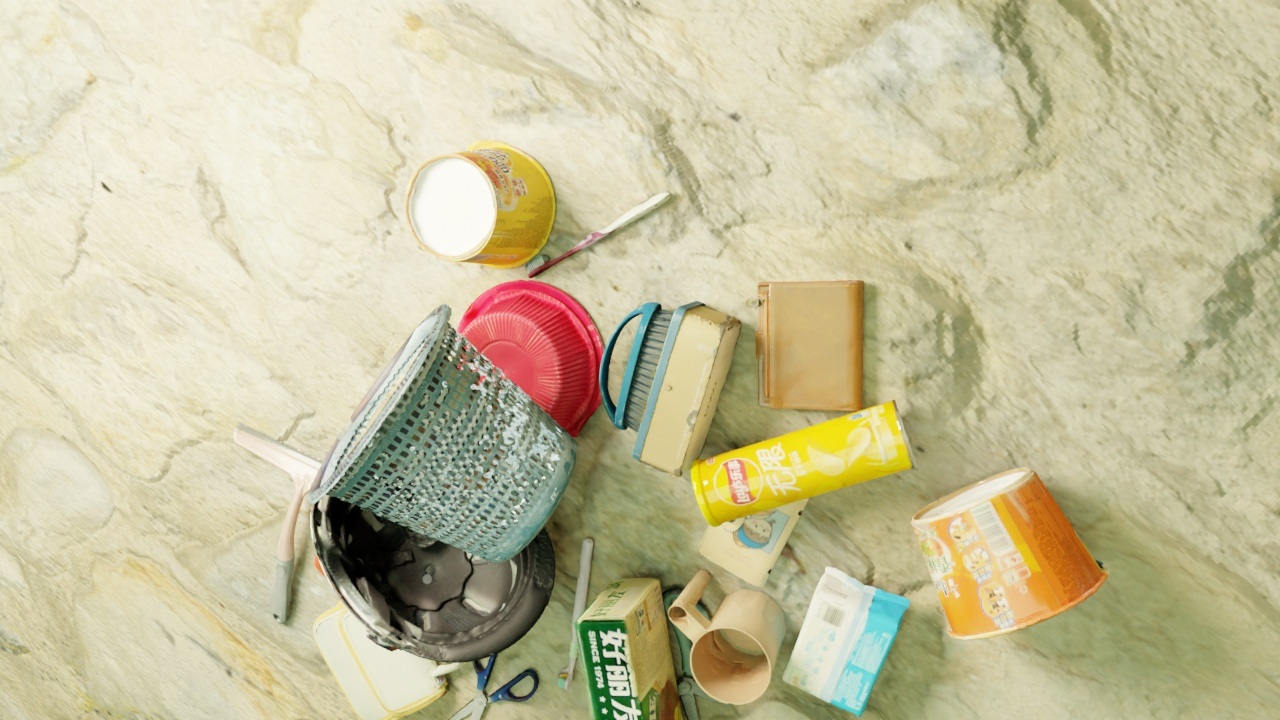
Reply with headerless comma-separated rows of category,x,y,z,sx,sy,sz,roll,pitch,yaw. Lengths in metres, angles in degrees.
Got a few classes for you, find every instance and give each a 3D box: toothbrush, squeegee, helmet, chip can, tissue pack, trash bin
toothbrush,-0.048,-0.136,0.985,0.188,0.016,0.017,-27,81,22
squeegee,-0.451,0.240,1.184,0.248,0.040,0.250,21,107,14
helmet,-0.236,0.216,1.029,0.274,0.229,0.157,40,150,2
chip can,0.160,0.104,0.913,0.214,0.072,0.072,-19,93,15
tissue pack,0.210,0.290,0.947,0.090,0.063,0.140,21,105,16
trash bin,-0.181,0.091,0.909,0.195,0.226,0.227,36,111,-18
toothbrush,-0.075,0.295,1.073,0.021,0.029,0.189,5,103,-23

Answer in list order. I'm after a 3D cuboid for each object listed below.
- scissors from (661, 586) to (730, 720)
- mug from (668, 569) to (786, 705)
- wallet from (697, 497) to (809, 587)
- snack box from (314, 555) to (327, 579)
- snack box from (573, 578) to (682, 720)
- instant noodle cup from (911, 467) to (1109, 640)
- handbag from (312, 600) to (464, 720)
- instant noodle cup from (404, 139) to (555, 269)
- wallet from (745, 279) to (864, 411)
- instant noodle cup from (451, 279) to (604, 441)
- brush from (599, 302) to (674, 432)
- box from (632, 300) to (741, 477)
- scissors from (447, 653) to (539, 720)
scissors,0.028,0.331,1.043,0.170,0.019,0.180,15,103,18
mug,0.091,0.283,0.966,0.124,0.103,0.084,43,110,8
wallet,0.117,0.174,0.981,0.087,0.024,0.115,27,107,9
snack box,-0.340,0.239,1.118,0.080,0.081,0.091,-27,114,27
snack box,-0.004,0.368,0.990,0.063,0.114,0.240,-6,98,20
instant noodle cup,0.330,0.173,0.845,0.152,0.151,0.111,-29,82,21
handbag,-0.304,0.358,1.145,0.179,0.063,0.163,-28,92,18
instant noodle cup,-0.175,-0.162,0.974,0.138,0.109,0.138,4,101,20
wallet,0.163,-0.015,0.922,0.119,0.035,0.131,2,101,17
instant noodle cup,-0.136,0.010,1.016,0.194,0.065,0.194,3,101,18
brush,-0.006,0.006,0.974,0.073,0.055,0.144,18,106,15
box,0.050,0.023,0.941,0.059,0.089,0.184,18,103,16
scissors,-0.196,0.410,1.140,0.166,0.012,0.157,-16,96,22
